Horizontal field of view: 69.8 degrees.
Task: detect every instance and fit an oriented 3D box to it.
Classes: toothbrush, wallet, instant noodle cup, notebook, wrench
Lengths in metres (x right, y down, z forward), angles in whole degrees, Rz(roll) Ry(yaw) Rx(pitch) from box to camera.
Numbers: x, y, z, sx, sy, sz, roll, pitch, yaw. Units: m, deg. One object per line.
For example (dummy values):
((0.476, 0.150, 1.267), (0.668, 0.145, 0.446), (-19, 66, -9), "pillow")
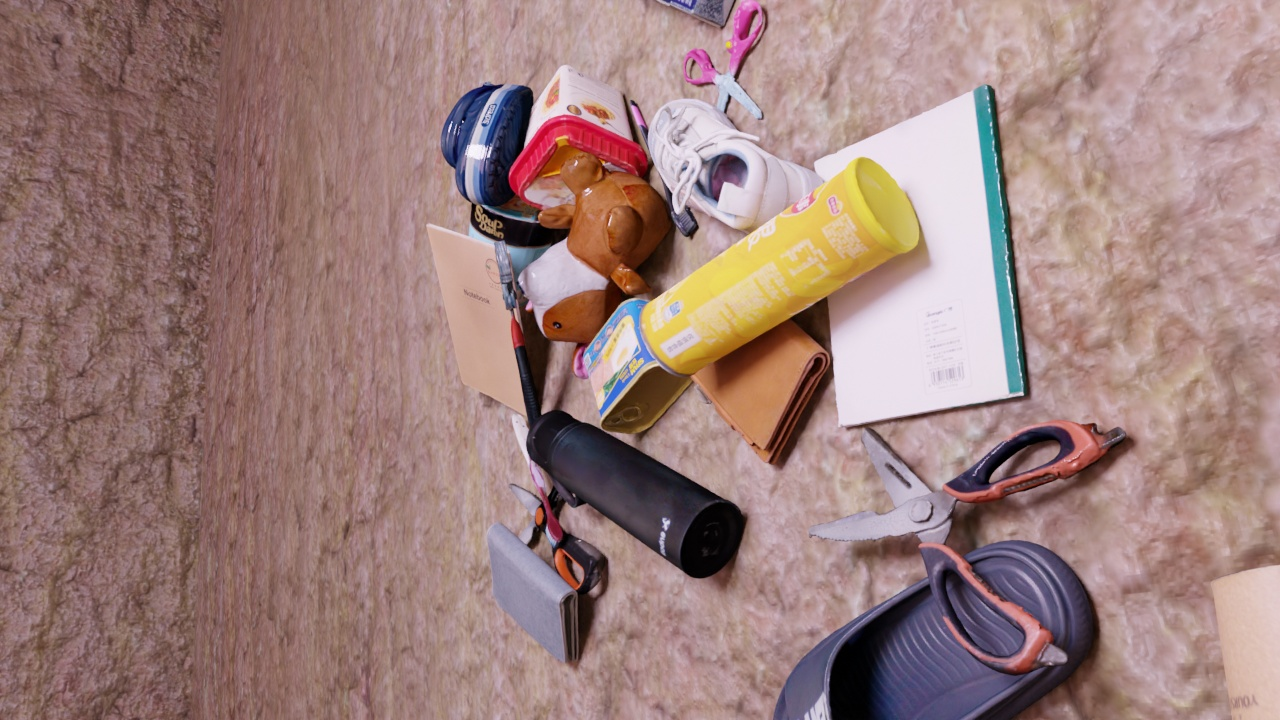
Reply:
((-0.113, 0.124, 0.985), (0.187, 0.016, 0.017), (63, 141, 44), "toothbrush")
((-0.107, 0.238, 0.937), (0.130, 0.036, 0.107), (31, 133, 40), "wallet")
((-0.065, -0.221, 0.931), (0.117, 0.116, 0.124), (-43, 40, 42), "instant noodle cup")
((0.187, -0.066, 0.637), (0.151, 0.012, 0.209), (-17, 71, 51), "notebook")
((0.019, -0.192, 0.886), (0.018, 0.014, 0.189), (-40, 52, 31), "toothbrush")
((0.089, 0.005, 0.740), (0.131, 0.031, 0.108), (52, 126, 50), "wallet")
((-0.120, -0.006, 0.932), (0.056, 0.016, 0.274), (-109, 10, -49), "wrench")
((-0.177, -0.043, 1.031), (0.148, 0.008, 0.208), (22, 130, 40), "notebook")
((-0.151, -0.129, 1.037), (0.111, 0.111, 0.121), (51, 132, 45), "instant noodle cup")

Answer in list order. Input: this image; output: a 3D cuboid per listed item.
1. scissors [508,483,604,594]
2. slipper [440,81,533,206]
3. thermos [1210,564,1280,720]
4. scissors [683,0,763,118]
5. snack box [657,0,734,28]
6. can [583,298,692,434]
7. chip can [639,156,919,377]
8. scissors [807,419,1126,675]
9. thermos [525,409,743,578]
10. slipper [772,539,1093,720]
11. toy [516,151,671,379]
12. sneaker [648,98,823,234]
((-0.088, 0.162, 0.970), (0.232, 0.021, 0.221), (-65, 35, 22), "scissors")
((-0.169, -0.250, 1.004), (0.252, 0.095, 0.105), (-85, -4, -61), "slipper")
((0.296, 0.163, 0.391), (0.093, 0.093, 0.143), (-31, 53, 47), "thermos")
((0.073, -0.254, 0.823), (0.135, 0.017, 0.133), (29, 112, 49), "scissors")
((0.051, -0.426, 0.855), (0.178, 0.045, 0.183), (47, 122, 46), "snack box")
((-0.005, 0.005, 0.850), (0.102, 0.057, 0.083), (-50, 45, 36), "can")
((0.094, -0.061, 0.671), (0.214, 0.072, 0.072), (-33, 58, 38), "chip can")
((0.188, 0.102, 0.560), (0.224, 0.015, 0.188), (-28, 39, 42), "scissors")
((-0.014, 0.120, 0.826), (0.243, 0.068, 0.090), (24, 127, 49), "thermos")
((0.154, 0.204, 0.580), (0.269, 0.083, 0.110), (-52, 44, 34), "slipper")
((-0.055, -0.089, 0.890), (0.140, 0.130, 0.200), (60, 140, 32), "toy")
((0.048, -0.161, 0.765), (0.242, 0.090, 0.090), (47, 127, 51), "sneaker")
